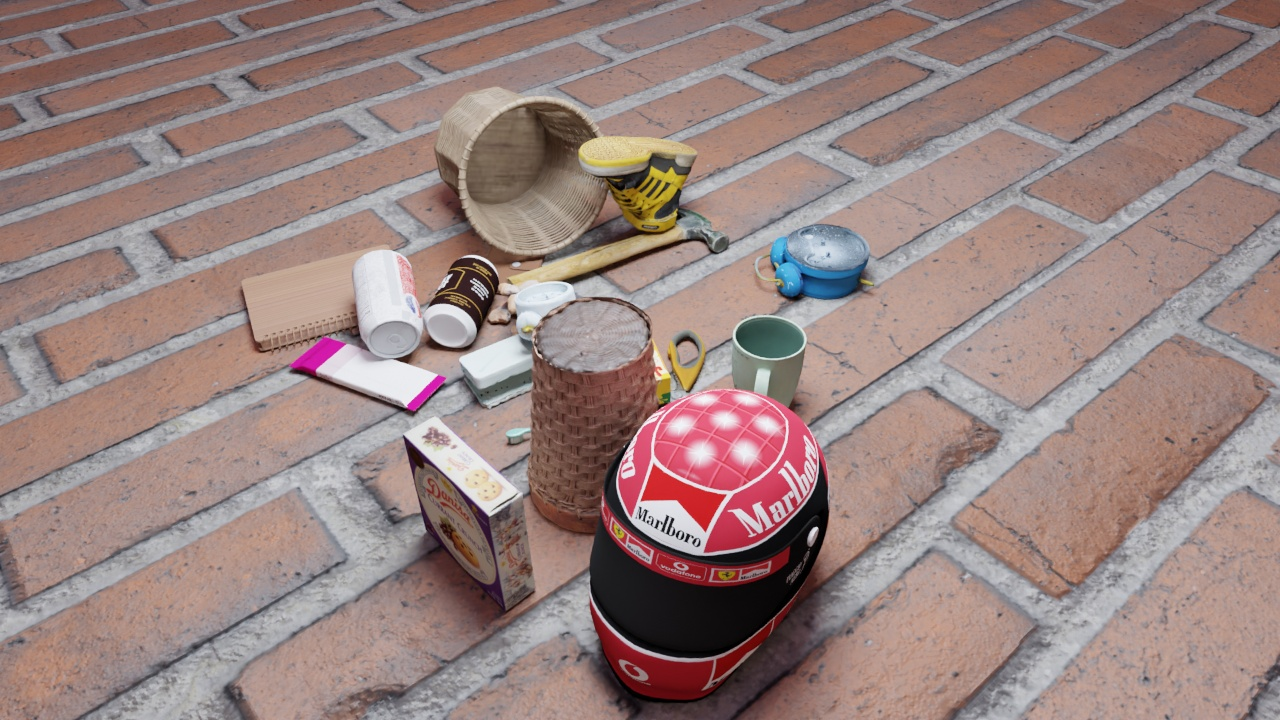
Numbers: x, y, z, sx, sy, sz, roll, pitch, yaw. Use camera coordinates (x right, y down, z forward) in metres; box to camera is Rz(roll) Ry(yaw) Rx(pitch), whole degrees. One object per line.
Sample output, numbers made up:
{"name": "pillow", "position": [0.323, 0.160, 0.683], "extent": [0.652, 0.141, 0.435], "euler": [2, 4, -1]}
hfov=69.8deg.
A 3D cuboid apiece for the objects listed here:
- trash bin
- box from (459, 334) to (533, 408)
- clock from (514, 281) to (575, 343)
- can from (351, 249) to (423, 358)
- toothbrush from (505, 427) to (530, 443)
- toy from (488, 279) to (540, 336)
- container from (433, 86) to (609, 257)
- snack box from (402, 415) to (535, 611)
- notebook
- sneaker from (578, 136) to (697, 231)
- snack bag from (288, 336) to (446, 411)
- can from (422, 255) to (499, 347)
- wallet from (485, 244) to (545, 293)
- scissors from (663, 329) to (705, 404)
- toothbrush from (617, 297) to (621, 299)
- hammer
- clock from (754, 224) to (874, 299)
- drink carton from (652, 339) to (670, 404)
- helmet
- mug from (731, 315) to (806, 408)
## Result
{"name": "trash bin", "position": [-0.051, 0.056, 0.955], "extent": [0.151, 0.210, 0.151], "euler": [-1, 41, 1]}
{"name": "box", "position": [-0.127, -0.012, 1.160], "extent": [0.198, 0.071, 0.085], "euler": [-25, 65, -23]}
{"name": "clock", "position": [-0.112, -0.054, 1.128], "extent": [0.083, 0.057, 0.117], "euler": [-13, 25, -6]}
{"name": "can", "position": [-0.327, -0.074, 1.186], "extent": [0.078, 0.078, 0.136], "euler": [-12, 49, -12]}
{"name": "toothbrush", "position": [-0.092, 0.078, 1.081], "extent": [0.135, 0.017, 0.022], "euler": [-10, 41, -14]}
{"name": "toy", "position": [-0.144, -0.075, 1.231], "extent": [0.105, 0.074, 0.085], "euler": [-19, 28, -28]}
{"name": "container", "position": [-0.186, -0.291, 1.358], "extent": [0.226, 0.227, 0.196], "euler": [-19, 32, -20]}
{"name": "snack box", "position": [-0.166, 0.149, 0.897], "extent": [0.040, 0.148, 0.143], "euler": [-31, 48, -31]}
{"name": "notebook", "position": [-0.435, -0.089, 1.279], "extent": [0.210, 0.022, 0.169], "euler": [-18, 43, -18]}
{"name": "sneaker", "position": [-0.013, -0.247, 1.303], "extent": [0.086, 0.122, 0.237], "euler": [30, 29, 29]}
{"name": "snack bag", "position": [-0.344, 0.015, 1.158], "extent": [0.197, 0.016, 0.070], "euler": [16, 43, 20]}
{"name": "can", "position": [-0.237, -0.079, 1.224], "extent": [0.072, 0.072, 0.128], "euler": [5, 41, 8]}
{"name": "wallet", "position": [-0.188, -0.136, 1.333], "extent": [0.087, 0.013, 0.120], "euler": [5, 41, 7]}
{"name": "scissors", "position": [0.024, 0.035, 1.126], "extent": [0.226, 0.016, 0.224], "euler": [-1, 41, 0]}
{"name": "toothbrush", "position": [-0.097, -0.043, 1.221], "extent": [0.184, 0.015, 0.016], "euler": [-26, 37, -25]}
{"name": "hammer", "position": [-0.041, -0.157, 1.333], "extent": [0.329, 0.033, 0.132], "euler": [-22, 45, -25]}
{"name": "clock", "position": [0.242, -0.138, 1.291], "extent": [0.161, 0.060, 0.116], "euler": [-1, 42, 2]}
{"name": "drink carton", "position": [-0.007, 0.007, 1.115], "extent": [0.058, 0.041, 0.122], "euler": [-11, 42, -11]}
{"name": "helmet", "position": [0.064, 0.145, 0.840], "extent": [0.198, 0.225, 0.270], "euler": [22, 44, 24]}
{"name": "mug", "position": [0.145, 0.021, 1.071], "extent": [0.084, 0.104, 0.111], "euler": [8, 41, 10]}
